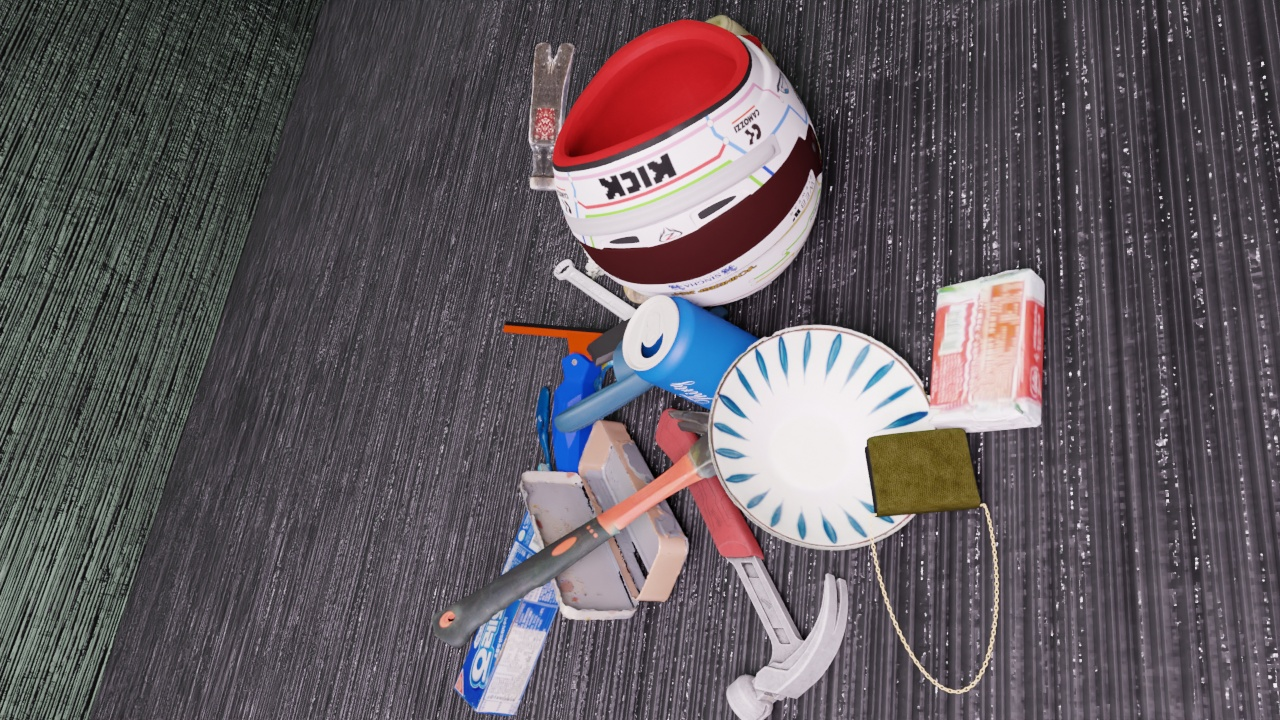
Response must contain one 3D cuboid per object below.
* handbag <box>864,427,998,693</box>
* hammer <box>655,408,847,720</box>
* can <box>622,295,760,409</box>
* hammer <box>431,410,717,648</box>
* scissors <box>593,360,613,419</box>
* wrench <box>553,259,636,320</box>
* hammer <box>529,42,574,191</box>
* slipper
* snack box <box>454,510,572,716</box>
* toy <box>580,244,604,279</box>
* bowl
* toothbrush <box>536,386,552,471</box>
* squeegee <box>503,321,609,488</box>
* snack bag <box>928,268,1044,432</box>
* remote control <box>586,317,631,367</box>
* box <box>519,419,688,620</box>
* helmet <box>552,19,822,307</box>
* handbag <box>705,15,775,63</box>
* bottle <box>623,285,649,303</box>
[{"bbox_3d":[0.206,0.138,0.644,0.084,0.027,0.177,-6,66,7],"label":"handbag"},{"bbox_3d":[0.080,0.149,0.816,0.126,0.036,0.315,-49,38,18],"label":"hammer"},{"bbox_3d":[0.061,0.001,0.824,0.079,0.146,0.078,-29,49,40],"label":"can"},{"bbox_3d":[-0.047,0.158,0.828,0.333,0.033,0.133,-34,37,2],"label":"hammer"},{"bbox_3d":[-0.043,0.017,1.064,0.105,0.019,0.131,-35,50,37],"label":"scissors"},{"bbox_3d":[-0.043,-0.076,1.107,0.047,0.009,0.273,-46,36,-5],"label":"wrench"},{"bbox_3d":[-0.072,-0.239,1.001,0.326,0.036,0.140,-36,-51,-84],"label":"hammer"},{"bbox_3d":[-0.005,0.005,0.923,0.214,0.059,0.103,-34,1,17],"label":"slipper"},{"bbox_3d":[-0.125,0.263,0.986,0.059,0.059,0.226,18,85,50],"label":"snack box"},{"bbox_3d":[-0.036,-0.162,1.134,0.109,0.041,0.095,-42,39,19],"label":"toy"},{"bbox_3d":[0.139,0.066,0.728,0.071,0.177,0.177,92,-173,-71],"label":"bowl"},{"bbox_3d":[-0.117,0.086,1.111,0.021,0.016,0.132,-33,47,33],"label":"toothbrush"},{"bbox_3d":[-0.071,0.055,1.023,0.250,0.055,0.185,6,92,32],"label":"squeegee"},{"bbox_3d":[0.255,-0.005,0.677,0.077,0.036,0.115,-12,61,47],"label":"snack bag"},{"bbox_3d":[0.000,-0.035,0.989,0.124,0.010,0.039,-31,41,-2],"label":"remote control"},{"bbox_3d":[-0.041,0.146,0.897,0.105,0.096,0.216,-64,29,20],"label":"box"},{"bbox_3d":[0.052,-0.163,0.849,0.231,0.236,0.313,-17,35,20],"label":"helmet"},{"bbox_3d":[0.050,-0.283,1.068,0.233,0.088,0.190,-53,23,18],"label":"handbag"},{"bbox_3d":[-0.018,-0.141,1.057,0.057,0.056,0.162,-45,52,26],"label":"bottle"}]
